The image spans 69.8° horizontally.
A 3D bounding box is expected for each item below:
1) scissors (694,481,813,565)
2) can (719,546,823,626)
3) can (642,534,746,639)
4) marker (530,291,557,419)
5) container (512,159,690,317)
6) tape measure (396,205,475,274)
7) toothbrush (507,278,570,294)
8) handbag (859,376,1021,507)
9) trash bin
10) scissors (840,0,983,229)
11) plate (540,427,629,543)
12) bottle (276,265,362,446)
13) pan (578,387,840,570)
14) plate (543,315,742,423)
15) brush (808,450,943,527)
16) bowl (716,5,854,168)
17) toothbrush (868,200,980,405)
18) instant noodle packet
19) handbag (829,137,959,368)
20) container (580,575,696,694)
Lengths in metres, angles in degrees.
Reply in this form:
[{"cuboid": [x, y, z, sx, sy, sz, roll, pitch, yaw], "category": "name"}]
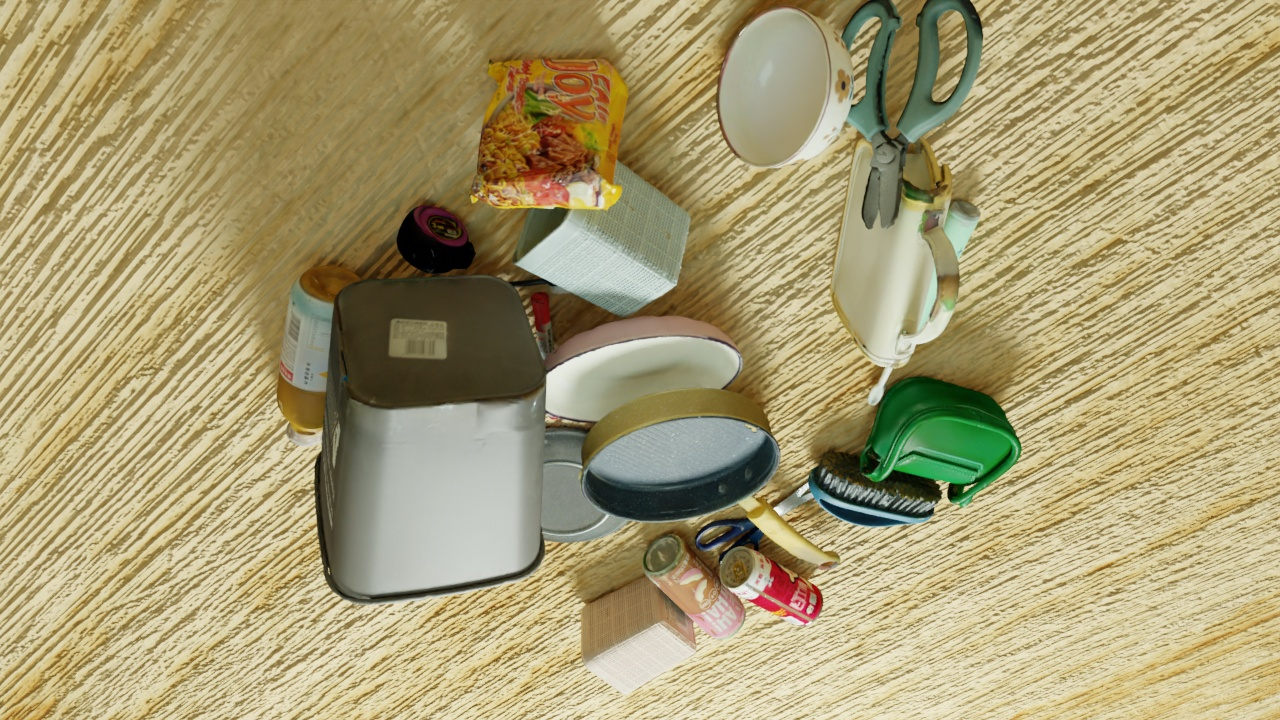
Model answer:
[{"cuboid": [0.144, 0.185, 1.030, 0.173, 0.012, 0.133, -13, 126, 8], "category": "scissors"}, {"cuboid": [0.150, 0.259, 1.049, 0.053, 0.053, 0.132, -37, 128, 25], "category": "can"}, {"cuboid": [0.063, 0.263, 1.060, 0.058, 0.057, 0.147, -28, 123, 20], "category": "can"}, {"cuboid": [-0.089, -0.001, 0.877, 0.017, 0.017, 0.145, -2, 129, 1], "category": "marker"}, {"cuboid": [-0.028, -0.100, 0.743, 0.111, 0.089, 0.090, 30, 145, -25], "category": "container"}, {"cuboid": [-0.175, -0.099, 0.772, 0.057, 0.058, 0.039, -12, 149, -49], "category": "tape measure"}, {"cuboid": [-0.148, -0.063, 0.829, 0.181, 0.015, 0.018, -4, 137, 2], "category": "toothbrush"}, {"cuboid": [0.297, 0.084, 0.909, 0.131, 0.067, 0.120, 14, 120, -13], "category": "handbag"}, {"cuboid": [-0.179, 0.060, 0.783, 0.198, 0.198, 0.220, -5, 135, -20], "category": "trash bin"}, {"cuboid": [0.193, -0.176, 0.651, 0.143, 0.180, 0.019, -2, 177, 43], "category": "scissors"}, {"cuboid": [-0.084, 0.144, 0.987, 0.179, 0.024, 0.180, 0, 128, 0], "category": "plate"}, {"cuboid": [-0.296, 0.002, 0.845, 0.068, 0.067, 0.190, 16, 127, -13], "category": "bottle"}, {"cuboid": [0.094, 0.140, 0.944, 0.198, 0.078, 0.357, -34, 137, 30], "category": "pan"}, {"cuboid": [-0.005, 0.005, 0.833, 0.192, 0.039, 0.193, -8, 156, -4], "category": "plate"}, {"cuboid": [0.242, 0.143, 0.969, 0.143, 0.055, 0.074, 14, 125, -12], "category": "brush"}, {"cuboid": [0.115, -0.198, 0.676, 0.062, 0.113, 0.114, -6, 136, -36], "category": "bowl"}, {"cuboid": [0.252, -0.044, 0.840, 0.026, 0.027, 0.225, 33, 130, 22], "category": "toothbrush"}, {"cuboid": [-0.066, -0.171, 0.678, 0.111, 0.128, 0.044, 2, 153, 2], "category": "instant noodle packet"}, {"cuboid": [0.211, -0.073, 0.721, 0.063, 0.178, 0.164, -3, 127, -5], "category": "handbag"}, {"cuboid": [-0.001, 0.320, 1.088, 0.111, 0.090, 0.090, -34, 121, 20], "category": "container"}]
